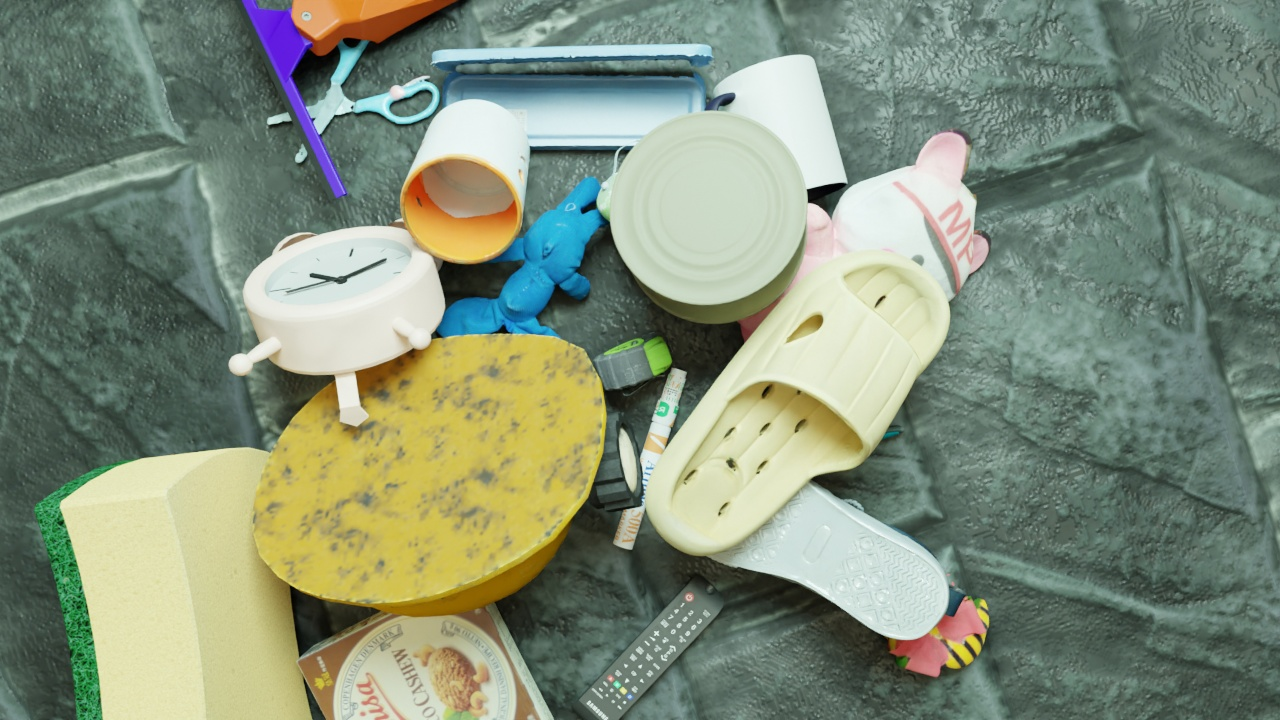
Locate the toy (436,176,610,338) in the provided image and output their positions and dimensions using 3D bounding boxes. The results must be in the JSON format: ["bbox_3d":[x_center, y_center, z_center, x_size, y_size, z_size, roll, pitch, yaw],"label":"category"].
[{"bbox_3d":[-0.070,-0.063,0.697,0.113,0.071,0.176,38,89,10],"label":"toy"}]

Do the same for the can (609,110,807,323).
[{"bbox_3d":[0.047,-0.092,0.605,0.128,0.073,0.127,-1,85,9],"label":"can"}]

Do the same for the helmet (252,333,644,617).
[{"bbox_3d":[-0.126,0.097,0.651,0.256,0.131,0.204,-12,51,12],"label":"helmet"}]

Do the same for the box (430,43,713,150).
[{"bbox_3d":[-0.050,-0.204,0.693,0.210,0.079,0.072,0,86,-2],"label":"box"}]

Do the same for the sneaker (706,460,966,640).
[{"bbox_3d":[0.127,0.131,0.694,0.236,0.087,0.089,26,96,21],"label":"sneaker"}]

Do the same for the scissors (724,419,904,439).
[{"bbox_3d":[0.139,0.055,0.724,0.149,0.019,0.131,32,88,-2],"label":"scissors"}]

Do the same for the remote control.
[{"bbox_3d":[0.006,0.231,0.720,0.033,0.015,0.147,44,88,-1],"label":"remote control"}]

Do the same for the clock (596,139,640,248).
[{"bbox_3d":[0.018,-0.109,0.692,0.094,0.043,0.119,-34,103,-33],"label":"clock"}]

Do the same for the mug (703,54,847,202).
[{"bbox_3d":[0.093,-0.165,0.685,0.111,0.079,0.097,-15,90,-37],"label":"mug"}]

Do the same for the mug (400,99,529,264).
[{"bbox_3d":[-0.123,-0.131,0.661,0.082,0.105,0.082,-1,127,-2],"label":"mug"}]

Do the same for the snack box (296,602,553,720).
[{"bbox_3d":[-0.162,0.255,0.702,0.147,0.041,0.143,-26,91,-2],"label":"snack box"}]

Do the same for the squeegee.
[{"bbox_3d":[-0.199,-0.269,0.692,0.184,0.055,0.249,-25,88,-18],"label":"squeegee"}]

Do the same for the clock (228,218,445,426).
[{"bbox_3d":[-0.208,-0.038,0.660,0.131,0.160,0.086,-9,131,-2],"label":"clock"}]

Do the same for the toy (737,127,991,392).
[{"bbox_3d":[0.164,-0.072,0.690,0.213,0.084,0.142,-32,119,3],"label":"toy"}]

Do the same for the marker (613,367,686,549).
[{"bbox_3d":[0.008,0.076,0.721,0.017,0.017,0.145,18,89,-2],"label":"marker"}]

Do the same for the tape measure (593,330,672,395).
[{"bbox_3d":[-0.004,0.004,0.699,0.059,0.065,0.036,-19,98,5],"label":"tape measure"}]

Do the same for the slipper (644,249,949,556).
[{"bbox_3d":[0.109,0.030,0.613,0.111,0.079,0.261,44,89,-12],"label":"slipper"}]

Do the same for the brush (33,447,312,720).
[{"bbox_3d":[-0.301,0.188,0.621,0.075,0.195,0.250,-7,90,-2],"label":"brush"}]

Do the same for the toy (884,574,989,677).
[{"bbox_3d":[0.226,0.202,0.715,0.103,0.046,0.084,23,75,-6],"label":"toy"}]

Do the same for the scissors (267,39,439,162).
[{"bbox_3d":[-0.232,-0.220,0.719,0.138,0.015,0.120,-14,90,-7],"label":"scissors"}]
